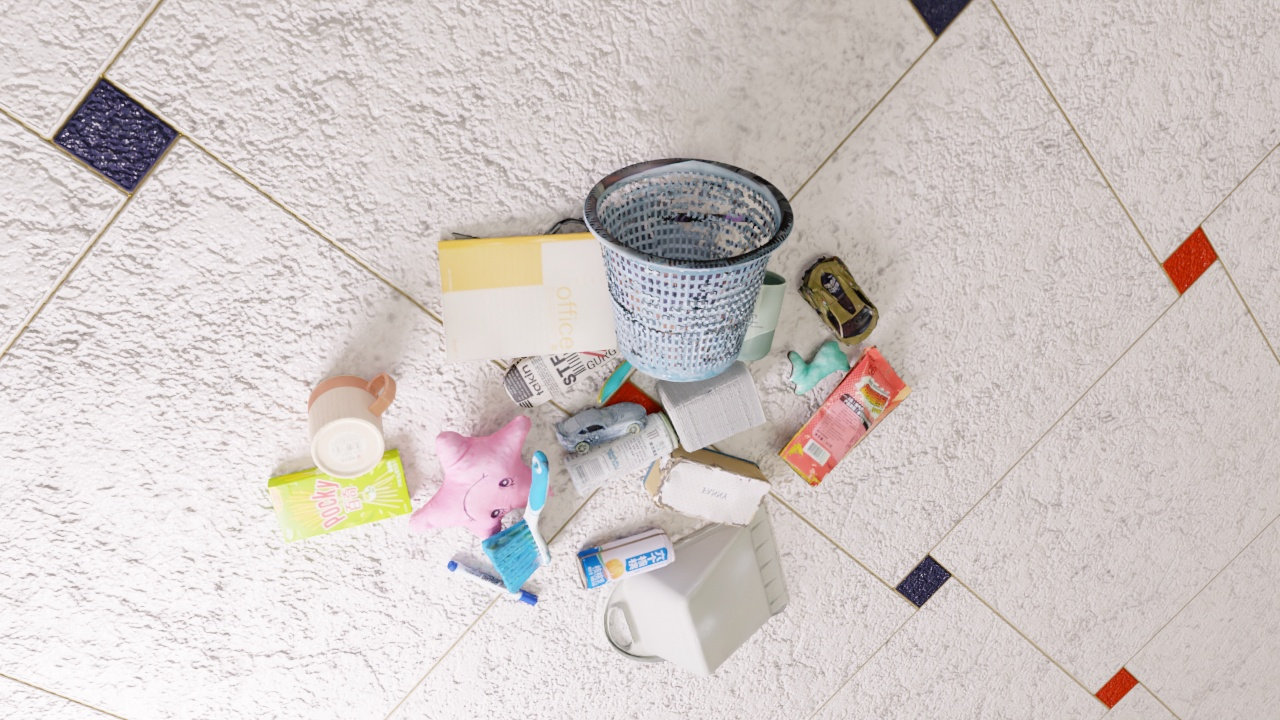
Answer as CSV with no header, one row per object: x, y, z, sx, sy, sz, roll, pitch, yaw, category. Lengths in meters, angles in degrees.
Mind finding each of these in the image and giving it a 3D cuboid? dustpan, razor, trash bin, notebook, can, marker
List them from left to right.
-0.202,0.306,1.259,0.145,0.017,0.017,32,100,-30,marker
-0.130,-0.075,1.082,0.206,0.010,0.146,-5,105,-14,notebook
-0.026,0.122,1.213,0.146,0.058,0.058,-25,120,-8,can
-0.022,0.278,1.292,0.134,0.053,0.053,-14,118,-14,can
-0.007,0.007,1.183,0.132,0.028,0.043,-41,152,-1,razor
0.048,-0.092,1.049,0.226,0.226,0.195,-11,132,-16,trash bin
0.078,0.354,1.391,0.257,0.143,0.223,-39,126,-34,dustpan

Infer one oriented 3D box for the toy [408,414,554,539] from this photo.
-0.186,0.149,1.156,0.178,0.074,0.195,11,115,-30,toy

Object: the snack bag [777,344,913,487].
0.292,0.084,1.314,0.208,0.073,0.128,-49,128,0,snack bag

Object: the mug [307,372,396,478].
-0.324,0.065,1.047,0.114,0.106,0.081,-41,121,2,mug

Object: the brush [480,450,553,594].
-0.147,0.204,1.136,0.109,0.060,0.315,-31,154,-15,brush

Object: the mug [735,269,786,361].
0.121,-0.062,1.174,0.112,0.082,0.106,13,113,7,mug

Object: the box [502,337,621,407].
-0.093,0.001,1.135,0.164,0.055,0.070,-34,99,-1,box

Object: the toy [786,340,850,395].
0.243,0.008,1.275,0.092,0.030,0.096,-40,125,-1,toy

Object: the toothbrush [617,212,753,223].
0.057,-0.175,1.128,0.188,0.016,0.014,-2,121,-21,toothbrush

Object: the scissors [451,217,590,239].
-0.133,-0.121,1.084,0.159,0.014,0.178,-45,120,5,scissors

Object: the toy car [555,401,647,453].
-0.050,0.082,1.188,0.120,0.054,0.037,-16,120,-13,toy car

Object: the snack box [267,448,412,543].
-0.366,0.166,1.126,0.156,0.026,0.086,-12,117,-14,snack box

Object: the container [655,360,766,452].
0.090,0.053,1.208,0.114,0.090,0.090,-25,120,-4,container

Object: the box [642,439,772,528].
0.099,0.175,1.286,0.184,0.060,0.090,20,106,-29,box

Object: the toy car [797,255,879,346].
0.273,-0.078,1.241,0.070,0.042,0.158,-44,124,4,toy car
